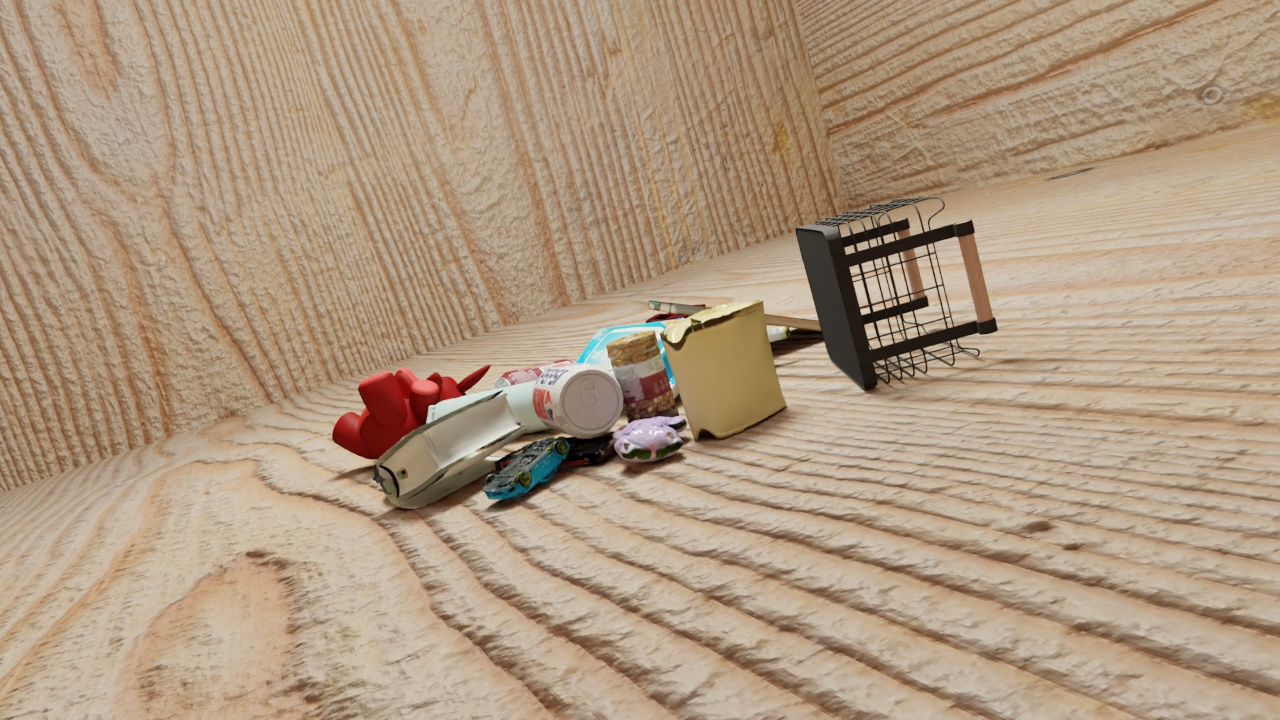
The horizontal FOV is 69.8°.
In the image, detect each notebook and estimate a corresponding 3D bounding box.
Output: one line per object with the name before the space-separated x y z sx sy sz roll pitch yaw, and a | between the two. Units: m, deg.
notebook | 0.134 -0.061 1.259 0.249 0.014 0.178 6 4 -12

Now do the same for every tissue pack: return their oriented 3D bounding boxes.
tissue pack | -0.007 0.007 1.162 0.210 0.066 0.116 -3 42 49

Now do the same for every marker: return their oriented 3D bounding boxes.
marker | 0.118 -0.021 1.161 0.147 0.017 0.017 -13 9 24

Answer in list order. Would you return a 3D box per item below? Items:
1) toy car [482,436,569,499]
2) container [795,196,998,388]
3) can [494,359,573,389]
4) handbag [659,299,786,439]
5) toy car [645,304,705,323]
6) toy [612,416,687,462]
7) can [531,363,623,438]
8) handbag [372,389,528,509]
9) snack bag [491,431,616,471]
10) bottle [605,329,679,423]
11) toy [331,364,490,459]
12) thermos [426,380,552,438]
toy car | -0.111 0.110 0.905 0.048 0.032 0.105 -9 20 38
container | 0.260 -0.080 0.966 0.130 0.163 0.241 -16 9 4
can | -0.140 0.038 1.274 0.113 0.063 0.063 -14 5 -37
handbag | 0.080 0.006 0.914 0.111 0.119 0.081 -24 13 -41
toy car | 0.054 -0.044 1.443 0.062 0.070 0.169 1 15 24
toy | 0.011 0.074 0.893 0.080 0.036 0.100 -13 7 -7
can | -0.069 0.042 0.988 0.078 0.078 0.136 -19 5 -16
handbag | -0.224 0.116 1.027 0.176 0.074 0.150 -34 -4 36
snack bag | -0.080 0.096 0.983 0.155 0.018 0.074 -9 10 38
bottle | 0.003 0.025 0.982 0.056 0.105 0.056 -16 9 2
toy | -0.319 0.068 1.297 0.196 0.120 0.159 -23 -22 -51
thermos | -0.185 0.070 1.194 0.207 0.065 0.078 -13 -28 27
